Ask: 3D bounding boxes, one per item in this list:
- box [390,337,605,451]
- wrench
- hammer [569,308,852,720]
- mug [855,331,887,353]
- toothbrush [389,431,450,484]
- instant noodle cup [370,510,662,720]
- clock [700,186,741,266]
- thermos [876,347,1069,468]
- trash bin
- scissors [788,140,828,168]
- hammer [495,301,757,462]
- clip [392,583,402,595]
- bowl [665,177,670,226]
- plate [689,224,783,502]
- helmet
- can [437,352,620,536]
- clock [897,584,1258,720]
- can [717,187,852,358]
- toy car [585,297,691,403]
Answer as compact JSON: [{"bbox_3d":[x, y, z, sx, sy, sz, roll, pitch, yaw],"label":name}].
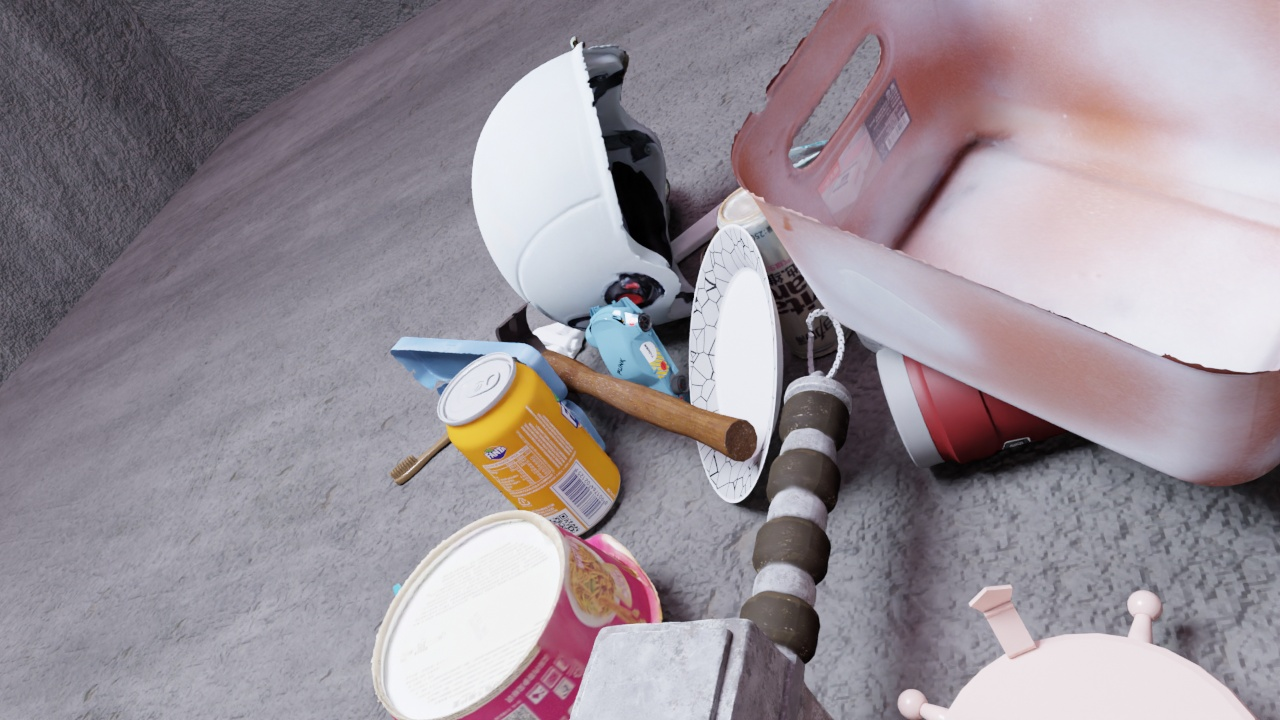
[{"bbox_3d":[-0.125,0.029,0.794,0.209,0.125,0.020,5,52,46],"label":"box"},{"bbox_3d":[-0.008,-0.076,0.914,0.273,0.018,0.066,-37,32,-2],"label":"wrench"},{"bbox_3d":[0.075,0.106,0.464,0.080,0.177,0.325,-14,39,32],"label":"hammer"},{"bbox_3d":[0.172,-0.067,0.649,0.083,0.106,0.082,-24,35,18],"label":"mug"},{"bbox_3d":[-0.179,0.063,0.904,0.166,0.016,0.016,-40,32,-5],"label":"toothbrush"},{"bbox_3d":[-0.082,0.166,0.548,0.179,0.078,0.178,-25,35,19],"label":"instant noodle cup"},{"bbox_3d":[0.092,-0.098,0.787,0.141,0.054,0.092,-48,21,50],"label":"clock"},{"bbox_3d":[0.239,-0.014,0.525,0.199,0.108,0.083,-21,-1,20],"label":"thermos"},{"bbox_3d":[0.204,-0.076,0.434,0.260,0.157,0.181,29,81,38],"label":"trash bin"},{"bbox_3d":[0.184,-0.189,0.790,0.171,0.013,0.172,-29,-11,33],"label":"scissors"},{"bbox_3d":[-0.022,0.022,0.692,0.033,0.115,0.323,-42,28,-18],"label":"hammer"},{"bbox_3d":[-0.151,0.202,0.700,0.104,0.027,0.120,-30,33,16],"label":"clip"},{"bbox_3d":[-0.028,-0.136,0.985,0.158,0.038,0.157,-25,35,19],"label":"bowl"},{"bbox_3d":[0.067,0.002,0.632,0.016,0.189,0.188,0,32,-13],"label":"plate"},{"bbox_3d":[-0.059,-0.134,0.786,0.164,0.264,0.236,-17,72,10],"label":"helmet"},{"bbox_3d":[-0.082,0.066,0.691,0.079,0.142,0.079,-25,35,19],"label":"can"},{"bbox_3d":[0.185,0.176,0.368,0.131,0.086,0.160,-29,40,13],"label":"clock"},{"bbox_3d":[0.108,-0.066,0.681,0.054,0.135,0.054,-24,34,17],"label":"can"},{"bbox_3d":[-0.004,0.004,0.723,0.060,0.108,0.027,-13,28,41],"label":"toy car"}]
